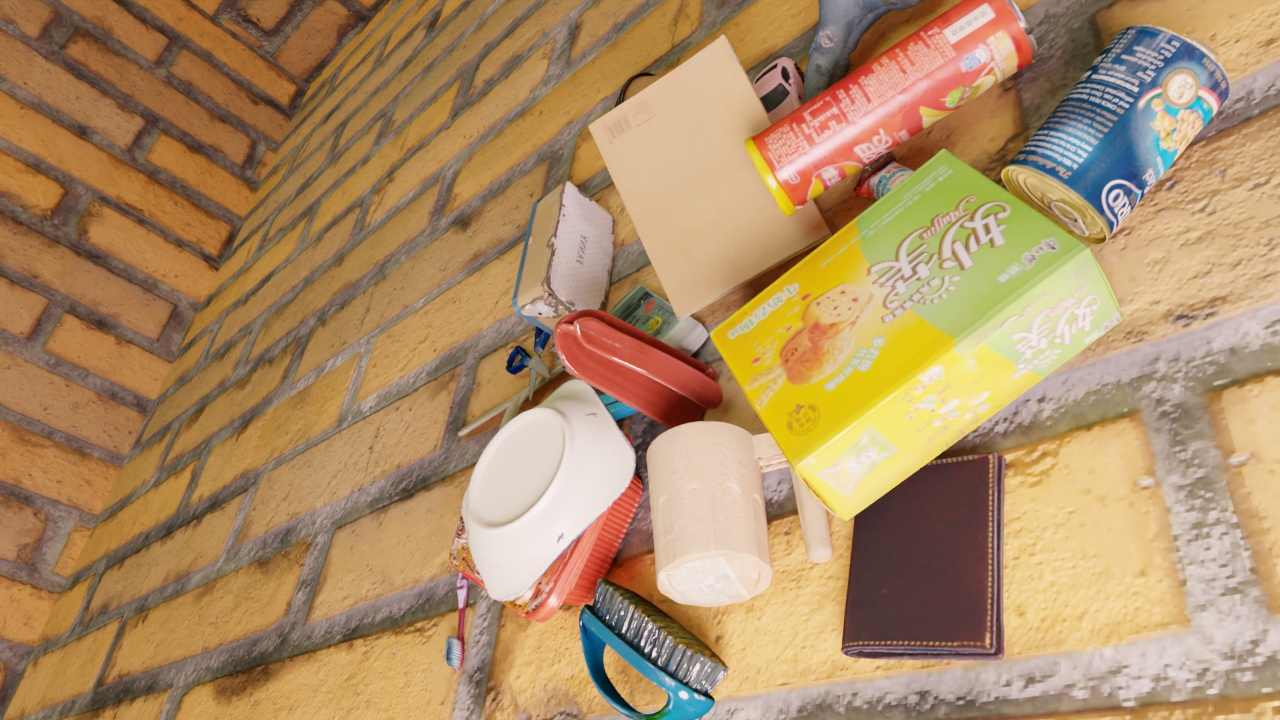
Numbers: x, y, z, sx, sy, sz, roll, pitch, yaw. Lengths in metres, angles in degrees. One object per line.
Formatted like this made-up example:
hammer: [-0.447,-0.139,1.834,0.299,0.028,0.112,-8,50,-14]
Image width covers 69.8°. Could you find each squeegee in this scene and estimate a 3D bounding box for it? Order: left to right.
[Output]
squeegee: [-0.130,0.109,0.913,0.247,0.039,0.246,-31,41,33]

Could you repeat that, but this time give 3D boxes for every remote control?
remote control: [0.011,-0.031,0.861,0.056,0.019,0.135,-44,32,-4]

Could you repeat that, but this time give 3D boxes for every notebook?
notebook: [0.054,-0.161,0.805,0.150,0.012,0.211,-29,73,16]

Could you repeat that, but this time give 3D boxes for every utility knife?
utility knife: [-0.029,0.043,0.844,0.167,0.018,0.034,-21,48,27]

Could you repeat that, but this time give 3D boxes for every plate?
plate: [-0.089,0.092,0.738,0.164,0.034,0.164,-46,35,5]

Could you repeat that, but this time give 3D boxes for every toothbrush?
toothbrush: [-0.178,0.214,0.901,0.016,0.017,0.187,-36,39,27]

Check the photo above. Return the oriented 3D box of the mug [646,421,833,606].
mug: [0.067,0.104,0.640,0.125,0.084,0.103,-13,48,12]

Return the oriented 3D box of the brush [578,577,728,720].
brush: [0.000,0.209,0.642,0.144,0.055,0.073,18,76,56]

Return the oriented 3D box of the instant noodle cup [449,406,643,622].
instant noodle cup: [-0.073,0.131,0.782,0.189,0.079,0.164,11,71,56]

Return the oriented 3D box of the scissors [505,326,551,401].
scissors: [-0.119,0.003,0.987,0.147,0.012,0.169,-34,27,40]

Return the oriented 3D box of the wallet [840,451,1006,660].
wallet: [0.167,0.115,0.544,0.097,0.020,0.122,-15,50,39]

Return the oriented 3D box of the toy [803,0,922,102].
toy: [0.236,-0.389,0.842,0.138,0.091,0.356,39,96,29]

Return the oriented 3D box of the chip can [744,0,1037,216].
chip can: [0.188,-0.199,0.709,0.217,0.073,0.073,-32,39,17]

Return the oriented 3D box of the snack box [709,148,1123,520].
snack box: [0.165,-0.022,0.593,0.210,0.070,0.157,-39,36,10]

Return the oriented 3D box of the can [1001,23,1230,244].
can: [0.287,-0.137,0.557,0.111,0.075,0.075,-51,33,6]

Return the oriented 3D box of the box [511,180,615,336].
box: [-0.079,-0.113,0.996,0.059,0.089,0.183,-30,38,36]

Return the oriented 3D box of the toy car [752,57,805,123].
toy car: [0.133,-0.250,0.889,0.056,0.037,0.122,-33,40,34]

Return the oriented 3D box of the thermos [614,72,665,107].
thermos: [0.044,-0.267,0.978,0.143,0.093,0.093,5,65,45]

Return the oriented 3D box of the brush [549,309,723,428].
brush: [-0.004,0.004,0.743,0.069,0.145,0.063,-15,49,63]

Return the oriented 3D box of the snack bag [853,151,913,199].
snack bag: [0.204,-0.129,0.700,0.045,0.026,0.105,-37,33,-2]
